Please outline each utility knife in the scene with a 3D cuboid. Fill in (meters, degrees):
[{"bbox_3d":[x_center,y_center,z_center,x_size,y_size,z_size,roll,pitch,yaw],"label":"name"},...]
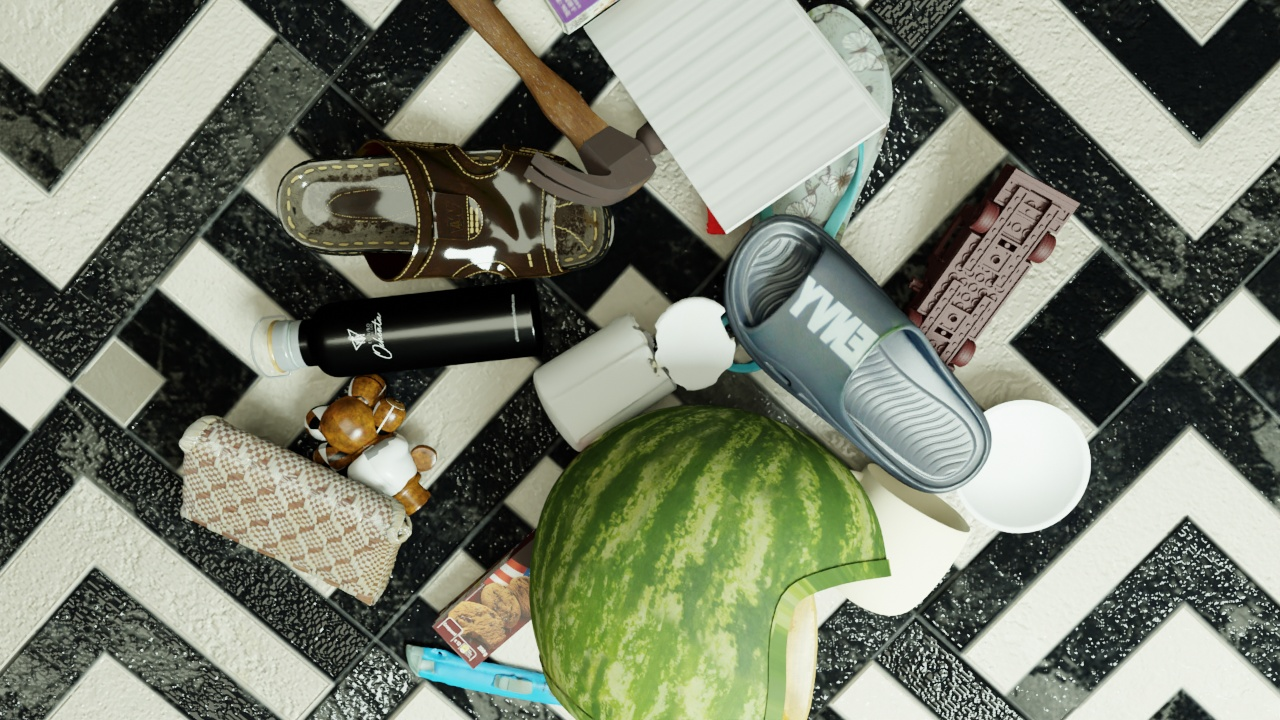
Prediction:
[{"bbox_3d":[-0.105,0.280,0.798,0.205,0.015,0.031,11,101,-3],"label":"utility knife"}]

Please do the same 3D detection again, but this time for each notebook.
[{"bbox_3d":[0.068,-0.219,0.699,0.143,0.009,0.209,-34,75,5],"label":"notebook"}]

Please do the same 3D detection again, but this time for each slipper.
[{"bbox_3d":[0.167,0.008,0.693,0.111,0.083,0.268,-44,98,9],"label":"slipper"},{"bbox_3d":[-0.154,-0.116,0.716,0.268,0.075,0.113,4,97,-1],"label":"slipper"},{"bbox_3d":[0.138,-0.147,0.718,0.098,0.054,0.269,13,92,-1],"label":"slipper"}]

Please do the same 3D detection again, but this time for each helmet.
[{"bbox_3d":[0.041,0.151,0.672,0.243,0.213,0.247,29,85,15],"label":"helmet"}]

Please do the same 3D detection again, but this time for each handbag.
[{"bbox_3d":[-0.277,0.120,0.738,0.186,0.046,0.124,27,133,-4],"label":"handbag"}]

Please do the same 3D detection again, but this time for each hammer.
[{"bbox_3d":[-0.111,-0.252,0.708,0.323,0.033,0.115,49,58,0],"label":"hammer"}]

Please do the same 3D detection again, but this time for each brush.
[{"bbox_3d":[0.117,0.256,0.782,0.059,0.043,0.195,5,98,0],"label":"brush"}]

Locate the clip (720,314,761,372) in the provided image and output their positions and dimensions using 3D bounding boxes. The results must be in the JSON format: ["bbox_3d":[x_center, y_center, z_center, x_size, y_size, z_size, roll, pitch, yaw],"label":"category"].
[{"bbox_3d":[0.116,-0.040,0.756,0.127,0.028,0.113,-24,92,3],"label":"clip"}]

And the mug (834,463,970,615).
[{"bbox_3d":[0.188,0.145,0.744,0.120,0.096,0.100,29,103,1],"label":"mug"}]

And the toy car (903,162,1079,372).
[{"bbox_3d":[0.264,-0.071,0.730,0.070,0.061,0.170,27,116,-4],"label":"toy car"}]

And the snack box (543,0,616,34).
[{"bbox_3d":[-0.038,-0.356,0.705,0.148,0.040,0.143,-34,96,4],"label":"snack box"}]

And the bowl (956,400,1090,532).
[{"bbox_3d":[0.309,0.084,0.764,0.110,0.040,0.110,0,97,2],"label":"bowl"}]

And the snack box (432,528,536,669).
[{"bbox_3d":[-0.105,0.193,0.778,0.141,0.031,0.051,-41,96,4],"label":"snack box"}]

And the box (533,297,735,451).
[{"bbox_3d":[-0.002,0.005,0.728,0.166,0.092,0.083,-34,102,1],"label":"box"}]

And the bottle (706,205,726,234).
[{"bbox_3d":[0.063,-0.161,0.733,0.036,0.036,0.119,1,98,-1],"label":"bottle"}]

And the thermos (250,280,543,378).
[{"bbox_3d":[-0.197,-0.021,0.735,0.231,0.061,0.061,-6,97,0],"label":"thermos"}]

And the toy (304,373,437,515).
[{"bbox_3d":[-0.217,0.074,0.750,0.087,0.067,0.112,-36,105,4],"label":"toy"}]
